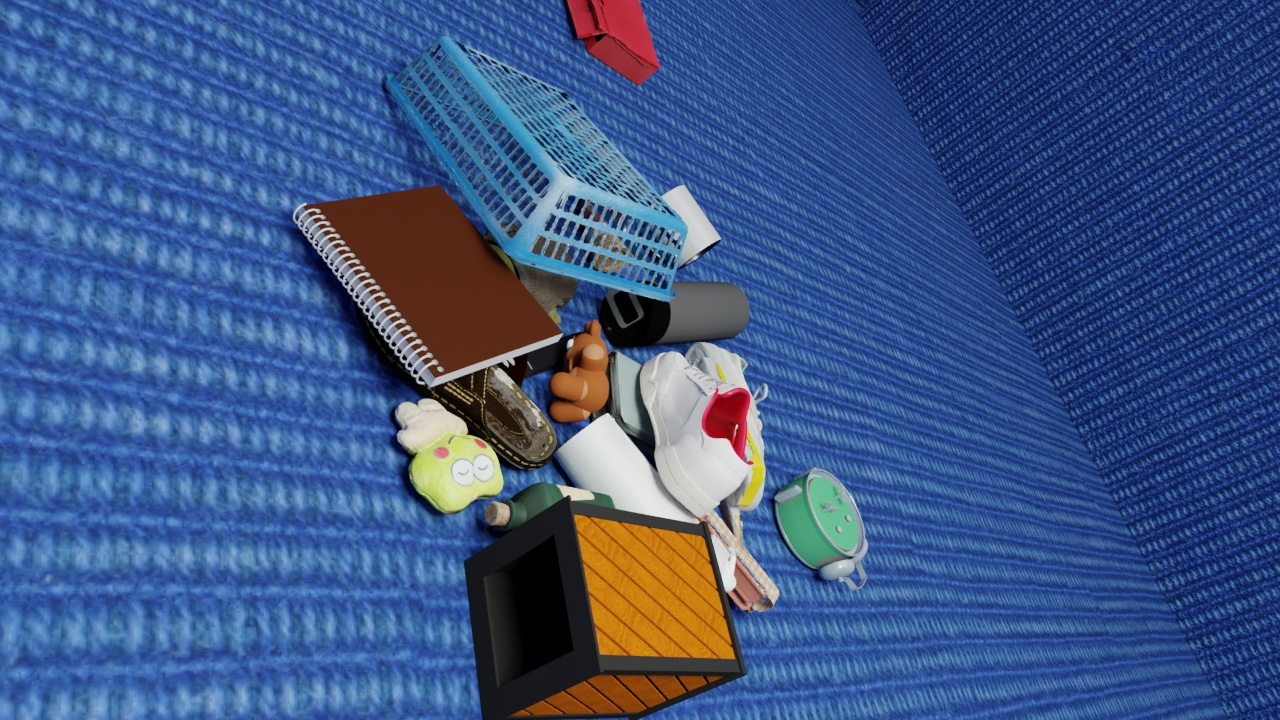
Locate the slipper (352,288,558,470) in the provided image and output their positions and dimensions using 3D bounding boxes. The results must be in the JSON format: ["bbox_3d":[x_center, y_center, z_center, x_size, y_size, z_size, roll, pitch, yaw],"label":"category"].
[{"bbox_3d":[-0.168,-0.007,0.880,0.268,0.076,0.112,49,32,-10],"label":"slipper"}]

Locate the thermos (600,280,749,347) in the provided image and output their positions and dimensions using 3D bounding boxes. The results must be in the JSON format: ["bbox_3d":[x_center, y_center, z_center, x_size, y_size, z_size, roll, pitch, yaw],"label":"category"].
[{"bbox_3d":[0.050,-0.064,1.210,0.239,0.082,0.082,-6,65,-54],"label":"thermos"}]

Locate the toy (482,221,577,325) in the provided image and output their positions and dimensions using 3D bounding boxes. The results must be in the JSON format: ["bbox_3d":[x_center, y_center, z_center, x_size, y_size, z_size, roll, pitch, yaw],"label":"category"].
[{"bbox_3d":[-0.138,-0.092,0.995,0.152,0.078,0.179,-16,71,-52],"label":"toy"}]

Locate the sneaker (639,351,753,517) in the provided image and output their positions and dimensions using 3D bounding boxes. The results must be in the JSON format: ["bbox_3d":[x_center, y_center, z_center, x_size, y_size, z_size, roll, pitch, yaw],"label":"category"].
[{"bbox_3d":[0.070,0.053,0.985,0.090,0.104,0.236,43,20,-26],"label":"sneaker"}]

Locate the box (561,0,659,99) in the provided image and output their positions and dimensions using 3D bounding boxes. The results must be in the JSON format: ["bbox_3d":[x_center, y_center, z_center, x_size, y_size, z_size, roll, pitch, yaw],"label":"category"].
[{"bbox_3d":[-0.053,-0.592,1.595,0.153,0.165,0.214,-10,58,-7],"label":"box"}]

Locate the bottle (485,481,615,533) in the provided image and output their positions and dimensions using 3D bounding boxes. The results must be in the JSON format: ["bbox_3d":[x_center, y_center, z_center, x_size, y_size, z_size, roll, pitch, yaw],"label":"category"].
[{"bbox_3d":[-0.086,0.150,0.854,0.131,0.061,0.061,19,49,-43],"label":"bottle"}]

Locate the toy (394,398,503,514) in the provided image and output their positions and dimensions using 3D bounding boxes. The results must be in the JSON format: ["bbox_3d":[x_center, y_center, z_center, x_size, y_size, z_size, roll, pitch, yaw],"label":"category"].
[{"bbox_3d":[-0.175,0.082,0.819,0.115,0.046,0.092,54,34,14],"label":"toy"}]

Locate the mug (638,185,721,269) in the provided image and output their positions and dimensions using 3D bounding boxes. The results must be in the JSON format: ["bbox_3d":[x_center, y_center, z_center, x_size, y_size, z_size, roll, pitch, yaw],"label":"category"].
[{"bbox_3d":[0.047,-0.187,1.338,0.111,0.079,0.097,-33,88,-30],"label":"mug"}]

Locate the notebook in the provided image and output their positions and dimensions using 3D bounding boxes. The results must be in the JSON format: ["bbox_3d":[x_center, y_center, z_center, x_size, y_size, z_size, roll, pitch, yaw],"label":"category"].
[{"bbox_3d":[-0.195,-0.078,0.857,0.209,0.022,0.171,50,39,15],"label":"notebook"}]

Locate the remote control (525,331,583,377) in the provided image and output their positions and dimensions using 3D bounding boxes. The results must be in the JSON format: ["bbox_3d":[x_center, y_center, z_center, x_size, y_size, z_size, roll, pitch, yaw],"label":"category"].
[{"bbox_3d":[-0.093,-0.011,1.037,0.032,0.015,0.136,58,32,6],"label":"remote control"}]

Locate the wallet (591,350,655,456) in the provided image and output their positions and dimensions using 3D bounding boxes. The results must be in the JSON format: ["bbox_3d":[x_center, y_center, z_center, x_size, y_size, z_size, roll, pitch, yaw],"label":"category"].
[{"bbox_3d":[-0.001,0.056,1.065,0.131,0.054,0.100,26,49,-41],"label":"wallet"}]

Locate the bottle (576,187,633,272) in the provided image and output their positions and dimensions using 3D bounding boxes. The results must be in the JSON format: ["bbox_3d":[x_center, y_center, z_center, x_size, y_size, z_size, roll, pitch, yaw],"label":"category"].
[{"bbox_3d":[-0.047,-0.173,1.209,0.056,0.056,0.105,17,48,-44],"label":"bottle"}]

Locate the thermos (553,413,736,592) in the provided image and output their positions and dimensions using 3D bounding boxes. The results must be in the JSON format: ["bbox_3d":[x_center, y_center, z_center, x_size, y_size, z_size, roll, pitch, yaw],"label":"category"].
[{"bbox_3d":[0.007,0.159,0.938,0.220,0.100,0.099,53,32,4],"label":"thermos"}]

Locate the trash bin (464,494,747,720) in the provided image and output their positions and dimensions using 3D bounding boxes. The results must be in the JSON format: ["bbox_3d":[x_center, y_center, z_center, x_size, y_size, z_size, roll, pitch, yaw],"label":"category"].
[{"bbox_3d":[-0.032,0.220,0.786,0.171,0.140,0.139,19,46,-43],"label":"trash bin"}]

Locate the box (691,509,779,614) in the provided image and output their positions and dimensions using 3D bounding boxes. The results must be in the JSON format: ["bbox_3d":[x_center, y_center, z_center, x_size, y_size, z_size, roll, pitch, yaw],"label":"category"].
[{"bbox_3d":[0.075,0.205,1.009,0.187,0.083,0.042,53,45,-7],"label":"box"}]

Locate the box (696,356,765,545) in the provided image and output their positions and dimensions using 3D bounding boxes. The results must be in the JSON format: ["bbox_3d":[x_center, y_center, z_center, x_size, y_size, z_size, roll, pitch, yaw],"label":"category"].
[{"bbox_3d":[0.092,0.101,1.055,0.036,0.130,0.209,-4,38,-13],"label":"box"}]

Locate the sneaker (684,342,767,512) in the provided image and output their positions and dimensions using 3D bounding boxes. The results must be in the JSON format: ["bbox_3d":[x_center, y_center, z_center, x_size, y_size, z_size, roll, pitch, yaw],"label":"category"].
[{"bbox_3d":[0.128,0.081,1.166,0.090,0.090,0.241,10,47,-29],"label":"sneaker"}]

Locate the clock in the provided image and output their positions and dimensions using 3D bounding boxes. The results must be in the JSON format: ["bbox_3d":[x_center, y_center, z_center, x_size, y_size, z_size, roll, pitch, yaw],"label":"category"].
[{"bbox_3d":[0.251,0.225,1.211,0.161,0.076,0.121,59,32,5],"label":"clock"}]

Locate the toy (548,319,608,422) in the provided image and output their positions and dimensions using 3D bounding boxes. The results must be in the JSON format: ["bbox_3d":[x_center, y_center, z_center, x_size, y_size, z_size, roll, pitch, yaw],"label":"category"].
[{"bbox_3d":[-0.065,0.005,1.001,0.065,0.095,0.127,10,45,-7],"label":"toy"}]

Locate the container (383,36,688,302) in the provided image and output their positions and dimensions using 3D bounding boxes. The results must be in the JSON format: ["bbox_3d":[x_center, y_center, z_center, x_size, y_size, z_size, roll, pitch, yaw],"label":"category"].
[{"bbox_3d":[-0.108,-0.229,1.050,0.256,0.089,0.362,10,35,-48],"label":"container"}]
